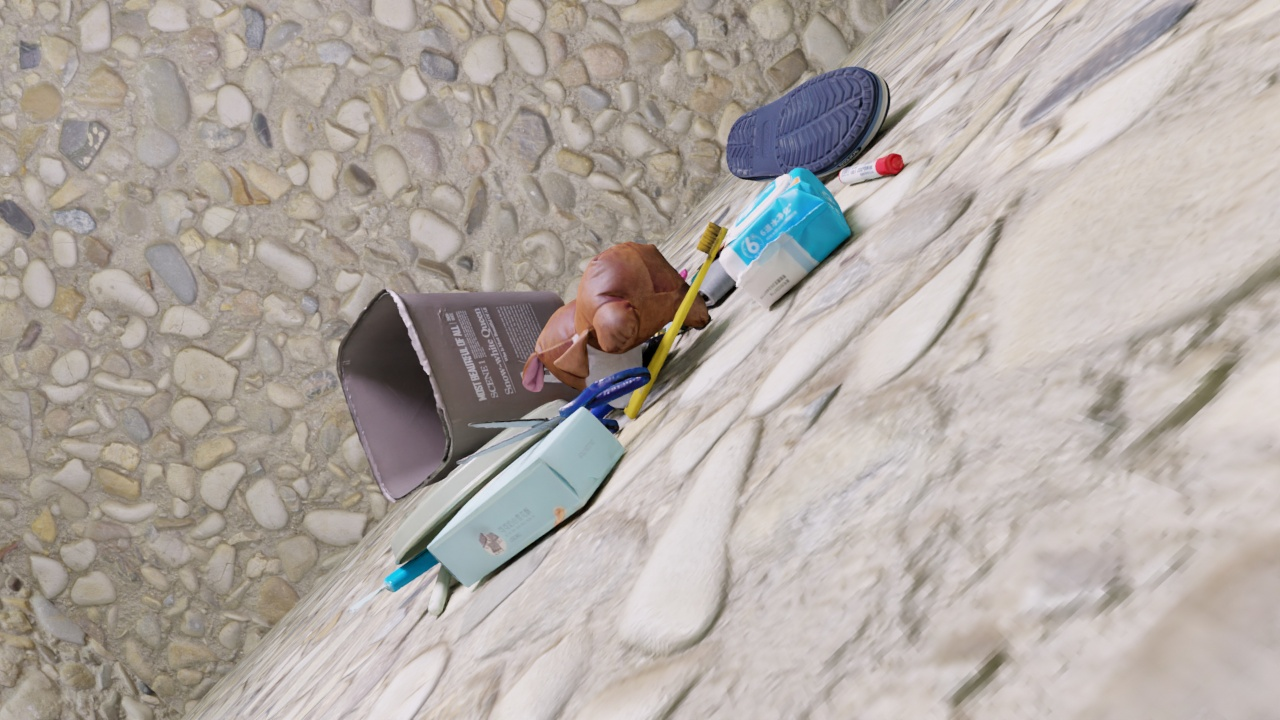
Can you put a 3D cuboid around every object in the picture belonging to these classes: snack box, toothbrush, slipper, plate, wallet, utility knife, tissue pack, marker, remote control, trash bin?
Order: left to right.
[{"bbox_3d":[-0.202,0.188,0.873,0.034,0.018,0.185,-14,13,44],"label":"utility knife"},{"bbox_3d":[-0.182,0.201,0.871,0.029,0.020,0.189,-51,8,2],"label":"toothbrush"},{"bbox_3d":[-0.188,0.024,1.030,0.219,0.199,0.199,-13,-16,-40],"label":"trash bin"},{"bbox_3d":[-0.151,0.113,0.892,0.230,0.027,0.230,-41,-5,-5],"label":"plate"},{"bbox_3d":[-0.093,0.111,0.726,0.175,0.051,0.074,-40,7,37],"label":"snack box"},{"bbox_3d":[-0.076,0.084,0.938,0.146,0.017,0.016,-43,7,20],"label":"marker"},{"bbox_3d":[-0.006,0.005,0.937,0.053,0.024,0.137,-57,16,-24],"label":"remote control"},{"bbox_3d":[0.024,-0.028,0.738,0.191,0.016,0.015,-65,-1,31],"label":"toothbrush"},{"bbox_3d":[0.039,-0.032,0.964,0.017,0.012,0.186,-58,9,-11],"label":"toothbrush"},{"bbox_3d":[0.098,-0.109,0.963,0.129,0.037,0.107,-46,8,-10],"label":"wallet"},{"bbox_3d":[0.112,-0.102,0.726,0.090,0.063,0.139,-43,7,19],"label":"tissue pack"},{"bbox_3d":[0.193,-0.251,1.040,0.095,0.105,0.253,-2,0,-29],"label":"slipper"},{"bbox_3d":[0.196,-0.164,0.792,0.017,0.017,0.145,-45,7,3],"label":"marker"}]

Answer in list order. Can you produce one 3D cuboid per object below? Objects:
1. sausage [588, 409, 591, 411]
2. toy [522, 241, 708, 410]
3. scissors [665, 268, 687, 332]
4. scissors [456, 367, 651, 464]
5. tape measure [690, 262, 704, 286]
[{"bbox_3d":[-0.073,0.069,0.986,0.166,0.021,0.021,-39,9,42],"label":"sausage"},{"bbox_3d":[-0.026,-0.021,0.839,0.139,0.130,0.200,-15,-9,-35],"label":"toy"},{"bbox_3d":[0.037,-0.061,0.969,0.137,0.017,0.077,-91,26,-75],"label":"scissors"},{"bbox_3d":[-0.064,0.048,0.734,0.176,0.012,0.162,-28,-21,13],"label":"scissors"},{"bbox_3d":[0.084,-0.107,1.082,0.058,0.025,0.054,-47,6,-8],"label":"tape measure"}]
